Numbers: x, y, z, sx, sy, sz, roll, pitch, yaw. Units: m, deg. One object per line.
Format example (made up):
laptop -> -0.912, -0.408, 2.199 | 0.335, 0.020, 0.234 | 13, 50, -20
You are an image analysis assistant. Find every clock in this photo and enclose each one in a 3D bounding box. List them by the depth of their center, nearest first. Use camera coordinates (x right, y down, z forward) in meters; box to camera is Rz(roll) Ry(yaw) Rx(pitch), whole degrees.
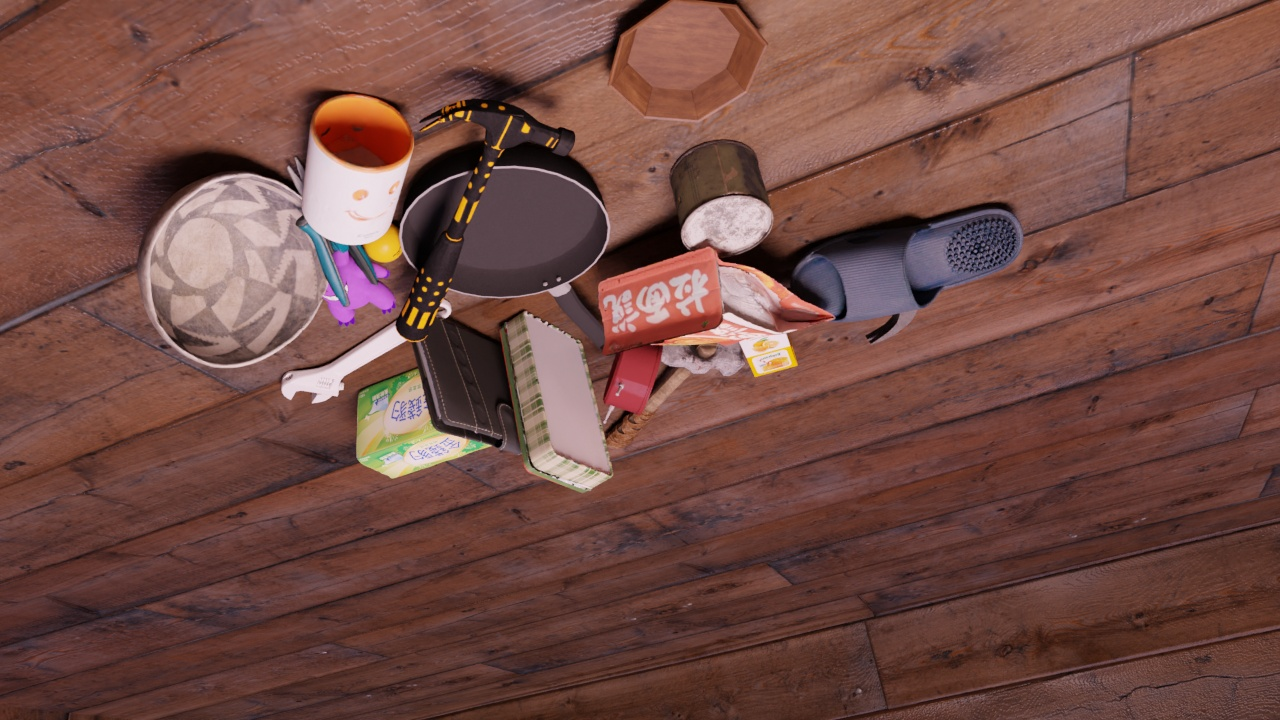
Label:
clock -> -0.007, 0.006, 1.099 | 0.048, 0.137, 0.096 | 18, 146, -5

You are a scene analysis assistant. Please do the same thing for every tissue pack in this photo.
tissue pack -> -0.247, 0.080, 1.186 | 0.198, 0.120, 0.141 | -14, 149, 21

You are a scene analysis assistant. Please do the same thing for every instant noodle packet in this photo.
instant noodle packet -> 0.087, -0.048, 0.997 | 0.165, 0.084, 0.220 | -14, 166, 41

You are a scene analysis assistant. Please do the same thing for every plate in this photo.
plate -> 0.037, -0.254, 0.765 | 0.131, 0.025, 0.131 | -7, 150, -4

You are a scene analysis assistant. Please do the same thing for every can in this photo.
can -> 0.078, -0.157, 0.895 | 0.090, 0.074, 0.090 | -7, 149, -4

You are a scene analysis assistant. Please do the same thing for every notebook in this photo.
notebook -> -0.173, 0.034, 1.051 | 0.029, 0.169, 0.208 | -39, 146, 21

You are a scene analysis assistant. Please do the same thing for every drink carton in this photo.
drink carton -> 0.158, -0.030, 1.170 | 0.059, 0.040, 0.122 | -16, 150, 11

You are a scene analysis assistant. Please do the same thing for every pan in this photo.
pan -> -0.105, -0.102, 0.970 | 0.204, 0.044, 0.355 | -18, 149, 16

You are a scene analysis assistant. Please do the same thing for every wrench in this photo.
wrench -> -0.329, -0.010, 1.098 | 0.274, 0.018, 0.066 | -27, 145, 26

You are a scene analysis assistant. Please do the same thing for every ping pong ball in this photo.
ping pong ball -> -0.254, -0.117, 0.908 | 0.040, 0.040, 0.040 | -7, 150, -4

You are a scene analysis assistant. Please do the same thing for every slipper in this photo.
slipper -> 0.301, -0.098, 1.015 | 0.264, 0.082, 0.101 | -15, 113, 4

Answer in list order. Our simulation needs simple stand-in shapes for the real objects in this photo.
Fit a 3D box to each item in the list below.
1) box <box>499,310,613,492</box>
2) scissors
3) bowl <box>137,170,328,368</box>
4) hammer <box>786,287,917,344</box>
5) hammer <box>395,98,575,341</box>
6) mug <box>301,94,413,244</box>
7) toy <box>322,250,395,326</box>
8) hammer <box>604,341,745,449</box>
box -> -0.101, 0.047, 1.070 | 0.050, 0.205, 0.117 | -34, 145, 24
scissors -> -0.290, -0.119, 0.867 | 0.019, 0.126, 0.144 | 14, 178, 36
bowl -> -0.382, -0.088, 0.838 | 0.081, 0.178, 0.178 | 18, 164, 31
hammer -> 0.178, -0.072, 1.082 | 0.300, 0.028, 0.111 | -2, 112, 0
hammer -> -0.177, -0.118, 0.856 | 0.123, 0.036, 0.322 | 10, 143, -26
mug -> -0.246, -0.163, 0.791 | 0.082, 0.082, 0.106 | 5, 148, -23
toy -> -0.303, -0.085, 0.937 | 0.106, 0.055, 0.088 | -14, 147, 22
hammer -> 0.022, 0.052, 1.268 | 0.121, 0.049, 0.320 | 0, 153, -26
